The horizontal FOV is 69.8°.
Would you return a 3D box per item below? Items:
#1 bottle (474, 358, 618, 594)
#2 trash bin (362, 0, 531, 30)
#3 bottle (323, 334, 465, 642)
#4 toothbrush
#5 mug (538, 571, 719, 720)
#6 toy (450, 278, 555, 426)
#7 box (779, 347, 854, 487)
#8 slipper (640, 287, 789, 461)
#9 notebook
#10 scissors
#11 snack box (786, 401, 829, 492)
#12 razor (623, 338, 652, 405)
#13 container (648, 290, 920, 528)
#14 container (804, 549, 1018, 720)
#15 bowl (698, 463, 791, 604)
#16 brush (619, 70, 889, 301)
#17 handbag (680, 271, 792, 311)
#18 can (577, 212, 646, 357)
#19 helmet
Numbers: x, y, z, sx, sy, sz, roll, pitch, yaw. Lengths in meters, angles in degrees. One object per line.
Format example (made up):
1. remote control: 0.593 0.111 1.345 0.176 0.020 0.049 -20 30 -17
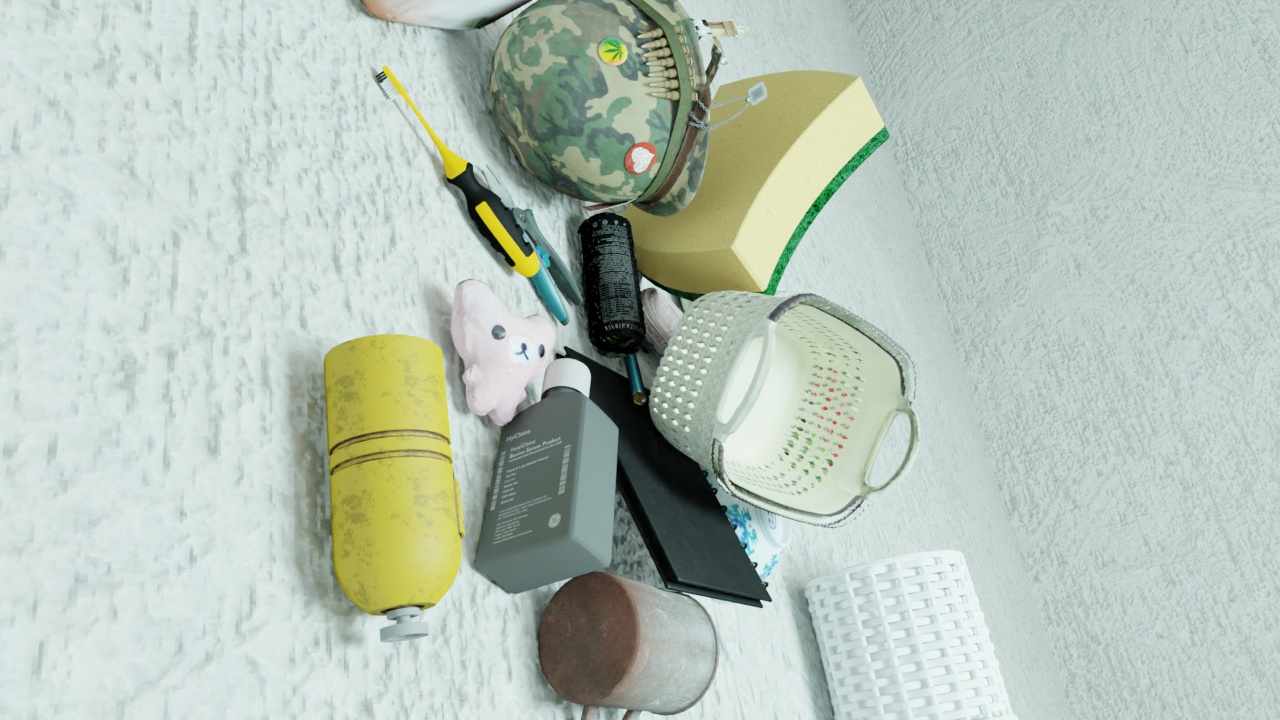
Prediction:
1. bottle: -0.061 0.072 0.657 0.046 0.084 0.173 47 32 -36
2. trash bin: -0.108 -0.378 0.710 0.181 0.260 0.157 -36 107 -64
3. bottle: -0.139 0.073 0.520 0.071 0.071 0.163 24 51 -55
4. toothbrush: -0.142 -0.147 0.728 0.197 0.031 0.031 55 8 -21
5. mug: -0.014 0.217 0.650 0.110 0.096 0.122 30 76 -44
6. toy: -0.103 -0.001 0.670 0.099 0.053 0.095 31 57 -47
7. box: 0.180 0.070 1.085 0.135 0.118 0.157 -3 76 -65
8. slipper: 0.090 0.007 0.959 0.239 0.065 0.094 46 24 -12
9. notebook: 0.022 0.101 0.785 0.169 0.019 0.231 29 26 -52
10. scissors: -0.093 -0.095 0.793 0.130 0.019 0.150 24 51 -56
11. snack box: 0.173 0.078 0.977 0.080 0.025 0.147 -6 80 -72
12. razor: -0.005 0.005 0.860 0.042 0.022 0.143 57 12 -22
13. container: 0.128 0.037 0.821 0.251 0.143 0.185 24 91 -43
14. container: 0.295 0.326 1.022 0.189 0.190 0.186 26 48 -54
15. bowl: 0.102 0.161 0.908 0.144 0.074 0.143 42 36 -42
16. brush: 0.104 -0.178 0.925 0.249 0.195 0.075 -53 127 -15
17. handbag: 0.083 -0.138 1.080 0.141 0.096 0.198 -4 74 -47
18. can: -0.027 -0.073 0.860 0.054 0.054 0.137 30 45 -52
19. helmet: -0.014 -0.238 0.842 0.235 0.193 0.224 -39 93 -36
